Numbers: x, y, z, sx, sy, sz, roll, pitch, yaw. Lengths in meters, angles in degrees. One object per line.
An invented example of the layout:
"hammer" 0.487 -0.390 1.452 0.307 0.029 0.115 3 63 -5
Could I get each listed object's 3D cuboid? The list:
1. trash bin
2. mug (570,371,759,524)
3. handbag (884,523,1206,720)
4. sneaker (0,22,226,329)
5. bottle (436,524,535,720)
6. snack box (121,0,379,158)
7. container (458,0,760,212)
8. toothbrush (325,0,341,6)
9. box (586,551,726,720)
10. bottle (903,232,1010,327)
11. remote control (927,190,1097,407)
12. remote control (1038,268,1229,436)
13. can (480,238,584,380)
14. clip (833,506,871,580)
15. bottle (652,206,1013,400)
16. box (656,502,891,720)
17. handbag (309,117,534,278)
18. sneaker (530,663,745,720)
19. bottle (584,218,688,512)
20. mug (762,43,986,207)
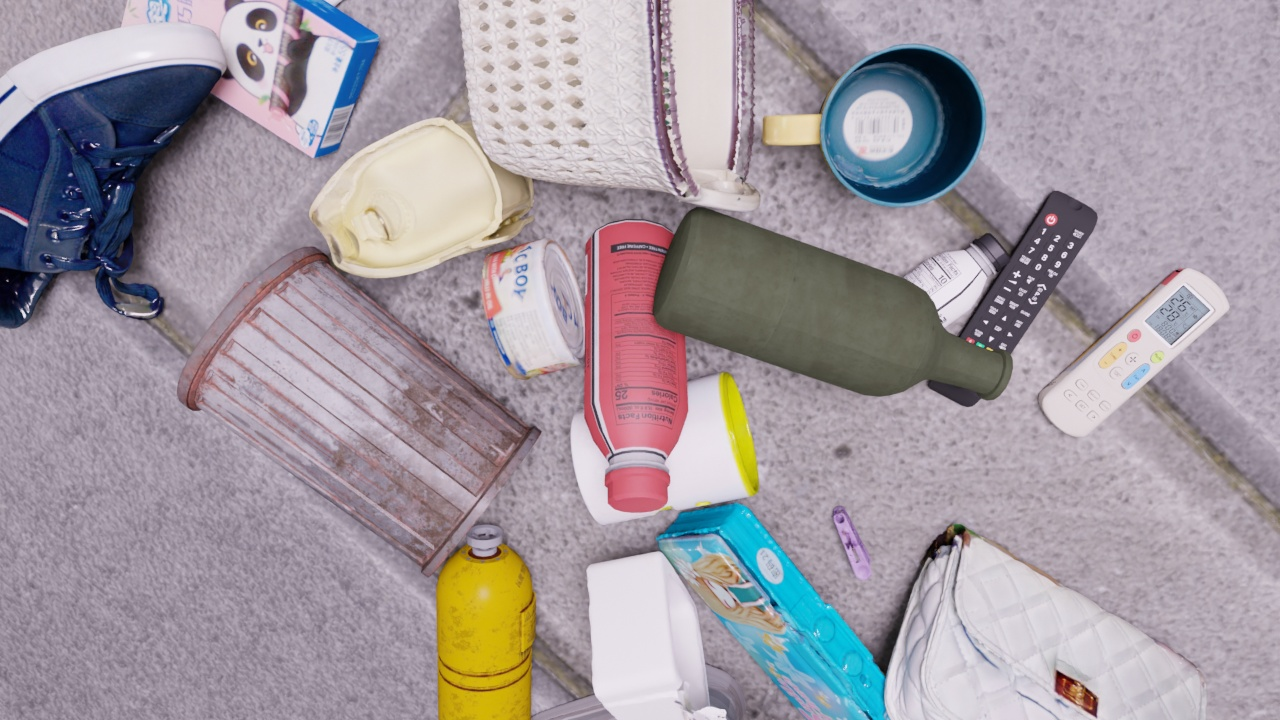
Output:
"trash bin" -0.186 0.030 0.605 0.211 0.130 0.131 38 107 -4
"mug" 0.017 0.059 0.606 0.106 0.082 0.082 -14 102 13
"handbag" 0.264 0.207 0.589 0.195 0.138 0.073 30 149 -2
"sneaker" -0.354 -0.101 0.594 0.295 0.120 0.127 -28 91 27
"bottle" -0.113 0.200 0.671 0.071 0.071 0.164 5 105 7
"snack box" -0.253 -0.210 0.592 0.154 0.033 0.088 32 118 0
"container" -0.008 -0.207 0.495 0.143 0.184 0.252 3 104 20
"toothbrush" -0.146 -0.267 0.577 0.187 0.017 0.012 -30 90 15
"box" 0.027 0.214 0.595 0.101 0.189 0.111 -31 140 -2
"bottle" 0.177 -0.036 0.578 0.116 0.041 0.041 -39 96 16
"remote control" 0.234 -0.036 0.582 0.033 0.015 0.147 28 107 0
"remote control" 0.309 -0.004 0.579 0.038 0.018 0.126 41 106 -4
"can" -0.066 -0.033 0.592 0.043 0.086 0.086 -14 102 12
"clip" 0.146 0.126 0.635 0.013 0.033 0.051 -23 100 14
"bottle" 0.113 -0.023 0.527 0.206 0.071 0.071 18 107 -8
"box" 0.107 0.195 0.627 0.039 0.094 0.227 -43 97 -27
"handbag" -0.128 -0.097 0.569 0.111 0.119 0.081 -25 101 10
"sneaker" -0.030 0.310 0.676 0.236 0.089 0.099 -33 98 15
"bottle" -0.003 0.003 0.555 0.062 0.062 0.176 -6 64 10
"mug" 0.127 -0.135 0.525 0.114 0.107 0.083 1 107 8
